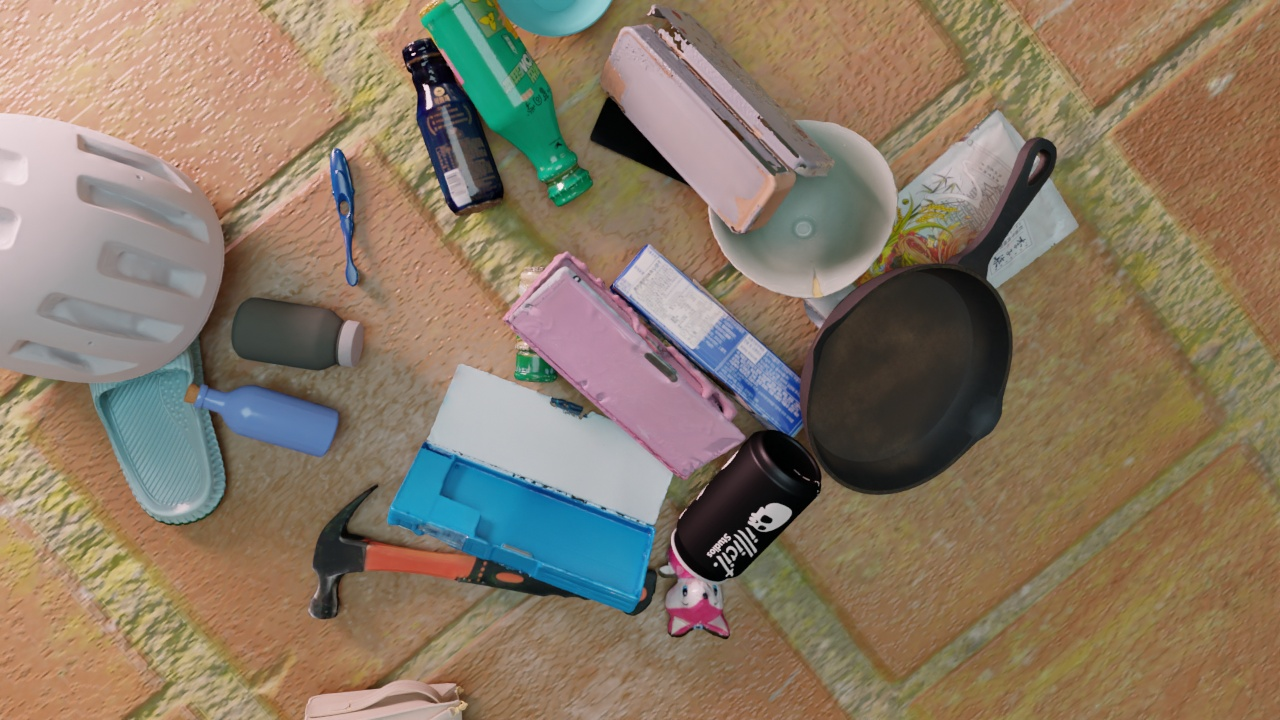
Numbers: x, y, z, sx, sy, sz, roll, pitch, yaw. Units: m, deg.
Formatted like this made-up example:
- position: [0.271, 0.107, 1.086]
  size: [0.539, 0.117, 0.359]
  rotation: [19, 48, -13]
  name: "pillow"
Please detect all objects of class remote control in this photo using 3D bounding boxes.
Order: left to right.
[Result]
- position: [0.023, -0.204, 0.883]
  size: [0.140, 0.021, 0.045]
  rotation: [24, 94, -6]
  name: "remote control"

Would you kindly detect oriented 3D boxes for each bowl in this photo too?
- position: [-0.081, -0.357, 0.852]
  size: [0.121, 0.046, 0.121]
  rotation: [0, 94, -3]
  name: "bowl"
- position: [0.151, -0.134, 0.865]
  size: [0.174, 0.068, 0.174]
  rotation: [-2, 75, 8]
  name: "bowl"

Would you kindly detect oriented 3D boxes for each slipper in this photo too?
- position: [-0.460, 0.024, 0.853]
  size: [0.116, 0.069, 0.276]
  rotation: [-12, 95, 1]
  name: "slipper"

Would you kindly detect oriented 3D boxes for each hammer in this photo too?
- position: [-0.149, 0.206, 0.901]
  size: [0.333, 0.033, 0.133]
  rotation: [9, 93, -5]
  name: "hammer"

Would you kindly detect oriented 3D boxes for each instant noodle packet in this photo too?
- position: [0.287, -0.104, 0.887]
  size: [0.269, 0.057, 0.147]
  rotation: [-39, 102, -1]
  name: "instant noodle packet"

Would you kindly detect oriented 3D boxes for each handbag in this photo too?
- position: [-0.213, 0.406, 0.888]
  size: [0.197, 0.101, 0.194]
  rotation: [-4, 94, -15]
  name: "handbag"

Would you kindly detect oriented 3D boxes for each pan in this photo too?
- position: [0.272, -0.042, 0.849]
  size: [0.248, 0.043, 0.356]
  rotation: [22, 101, -30]
  name: "pan"

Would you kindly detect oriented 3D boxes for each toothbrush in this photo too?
- position: [-0.281, -0.136, 0.876]
  size: [0.021, 0.016, 0.132]
  rotation: [-6, 92, -3]
  name: "toothbrush"

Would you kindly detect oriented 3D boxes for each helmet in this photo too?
- position: [-0.511, -0.095, 0.791]
  size: [0.282, 0.184, 0.224]
  rotation: [20, 90, -12]
  name: "helmet"

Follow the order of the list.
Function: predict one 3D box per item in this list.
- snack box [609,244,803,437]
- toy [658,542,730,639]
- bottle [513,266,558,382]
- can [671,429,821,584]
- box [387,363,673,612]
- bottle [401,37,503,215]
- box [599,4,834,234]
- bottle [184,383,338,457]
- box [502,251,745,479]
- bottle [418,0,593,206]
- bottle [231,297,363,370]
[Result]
- position: [0.072, -0.016, 0.880]
  size: [0.226, 0.059, 0.059]
  rotation: [41, 88, -6]
  name: "snack box"
- position: [0.052, 0.228, 0.904]
  size: [0.065, 0.050, 0.102]
  rotation: [-7, 89, 2]
  name: "toy"
- position: [-0.098, -0.034, 0.878]
  size: [0.042, 0.042, 0.110]
  rotation: [3, 94, -3]
  name: "bottle"
- position: [0.097, 0.138, 0.858]
  size: [0.080, 0.080, 0.146]
  rotation: [34, 118, -5]
  name: "can"
- position: [-0.097, 0.125, 0.890]
  size: [0.243, 0.064, 0.174]
  rotation: [21, 64, -4]
  name: "box"
- position: [-0.176, -0.217, 0.853]
  size: [0.056, 0.056, 0.161]
  rotation: [-19, 95, -2]
  name: "bottle"
- position: [0.061, -0.217, 0.835]
  size: [0.108, 0.094, 0.216]
  rotation: [-46, 74, 20]
  name: "box"
- position: [-0.350, 0.049, 0.847]
  size: [0.131, 0.048, 0.048]
  rotation: [21, 93, -26]
  name: "bottle"
- position: [-0.005, 0.007, 0.833]
  size: [0.232, 0.099, 0.099]
  rotation: [44, 74, -14]
  name: "box"
- position: [-0.115, -0.239, 0.839]
  size: [0.068, 0.068, 0.210]
  rotation: [-33, 108, 0]
  name: "bottle"
- position: [-0.319, -0.023, 0.859]
  size: [0.108, 0.060, 0.060]
  rotation: [9, 94, -3]
  name: "bottle"
